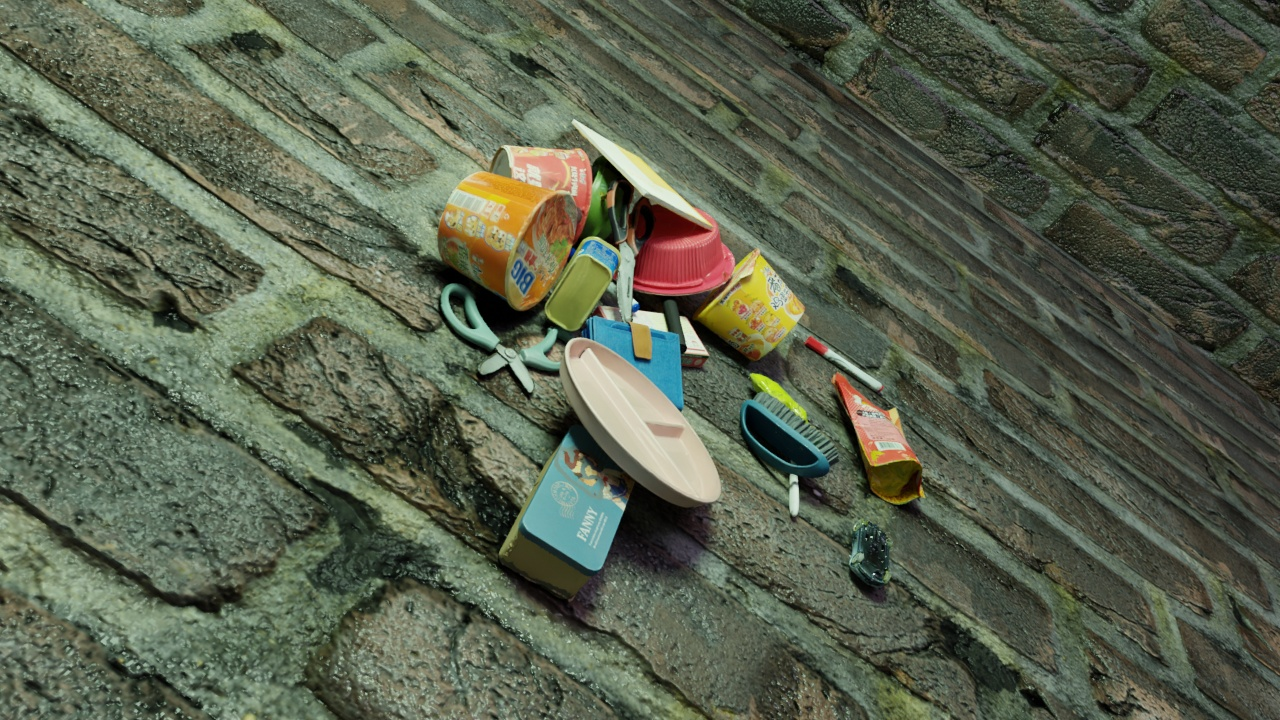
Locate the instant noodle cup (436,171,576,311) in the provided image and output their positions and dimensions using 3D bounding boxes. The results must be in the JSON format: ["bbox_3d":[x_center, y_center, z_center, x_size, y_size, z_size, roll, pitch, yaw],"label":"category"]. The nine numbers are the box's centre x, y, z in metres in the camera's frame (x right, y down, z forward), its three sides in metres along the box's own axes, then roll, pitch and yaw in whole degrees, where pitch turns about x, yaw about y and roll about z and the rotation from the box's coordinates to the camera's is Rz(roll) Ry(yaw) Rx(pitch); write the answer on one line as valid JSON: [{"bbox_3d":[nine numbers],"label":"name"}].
[{"bbox_3d":[-0.160,-0.148,1.084,0.111,0.152,0.151,25,30,15],"label":"instant noodle cup"}]

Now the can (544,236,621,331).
[{"bbox_3d":[-0.071,-0.093,1.125,0.057,0.102,0.083,32,20,-7],"label":"can"}]

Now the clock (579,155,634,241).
[{"bbox_3d":[-0.063,-0.228,1.303,0.056,0.116,0.161,31,28,-19],"label":"clock"}]

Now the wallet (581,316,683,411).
[{"bbox_3d":[-0.007,0.006,1.111,0.133,0.040,0.106,11,66,-34],"label":"wallet"}]

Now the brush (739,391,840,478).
[{"bbox_3d":[0.180,0.100,1.166,0.073,0.055,0.144,-36,57,-23],"label":"brush"}]

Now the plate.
[{"bbox_3d":[-0.002,0.068,0.979,0.229,0.028,0.229,43,16,-15],"label":"plate"}]

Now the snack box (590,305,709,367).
[{"bbox_3d":[0.014,-0.031,1.211,0.155,0.027,0.077,5,43,-40],"label":"snack box"}]

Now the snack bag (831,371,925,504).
[{"bbox_3d":[0.344,0.107,1.319,0.128,0.073,0.207,29,28,-20],"label":"snack bag"}]

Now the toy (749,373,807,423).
[{"bbox_3d":[0.188,0.055,1.244,0.096,0.031,0.100,43,4,-8],"label":"toy"}]

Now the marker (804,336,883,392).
[{"bbox_3d":[0.326,0.007,1.467,0.145,0.017,0.017,33,32,-5],"label":"marker"}]

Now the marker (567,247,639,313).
[{"bbox_3d":[-0.052,-0.108,1.229,0.016,0.017,0.146,-7,40,-47],"label":"marker"}]

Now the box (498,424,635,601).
[{"bbox_3d":[-0.067,0.146,0.877,0.090,0.064,0.183,32,31,-7],"label":"box"}]

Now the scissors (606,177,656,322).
[{"bbox_3d":[-0.007,-0.139,1.200,0.181,0.015,0.209,-24,91,-50],"label":"scissors"}]

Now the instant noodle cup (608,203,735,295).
[{"bbox_3d":[0.040,-0.167,1.299,0.194,0.066,0.193,0,36,0],"label":"instant noodle cup"}]

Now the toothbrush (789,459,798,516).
[{"bbox_3d":[0.193,0.136,1.179,0.016,0.016,0.179,22,34,-8],"label":"toothbrush"}]

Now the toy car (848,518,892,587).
[{"bbox_3d":[0.278,0.236,1.115,0.049,0.031,0.105,34,31,-3],"label":"toy car"}]

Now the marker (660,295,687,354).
[{"bbox_3d":[0.043,-0.055,1.222,0.022,0.020,0.131,32,27,-28],"label":"marker"}]

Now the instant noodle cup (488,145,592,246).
[{"bbox_3d":[-0.140,-0.222,1.219,0.108,0.138,0.137,6,43,-27],"label":"instant noodle cup"}]

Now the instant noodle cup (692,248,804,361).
[{"bbox_3d":[0.159,-0.073,1.313,0.110,0.138,0.137,43,32,-4],"label":"instant noodle cup"}]

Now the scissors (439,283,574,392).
[{"bbox_3d":[-0.153,-0.034,1.067,0.170,0.019,0.174,47,34,14],"label":"scissors"}]

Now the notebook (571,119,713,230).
[{"bbox_3d":[0.001,-0.257,1.272,0.145,0.010,0.206,18,25,-46],"label":"notebook"}]
